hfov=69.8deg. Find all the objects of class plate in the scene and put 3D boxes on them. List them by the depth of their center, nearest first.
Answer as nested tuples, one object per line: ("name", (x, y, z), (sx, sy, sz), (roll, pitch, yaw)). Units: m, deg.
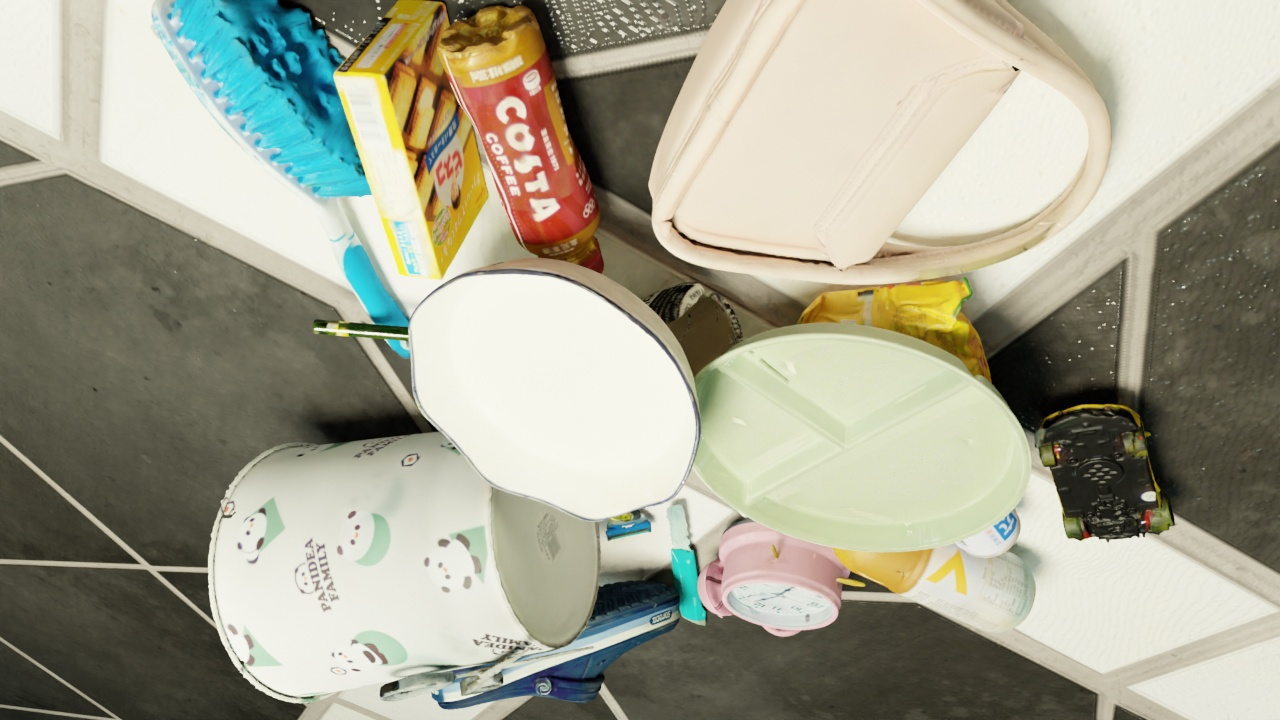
("plate", (-0.053, 0.018, 0.605), (0.205, 0.045, 0.205), (12, 130, 14))
("plate", (0.137, 0.056, 0.615), (0.230, 0.027, 0.231), (12, 141, 10))

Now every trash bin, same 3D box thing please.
("trash bin", (-0.186, 0.162, 0.782), (0.252, 0.229, 0.230), (-13, 130, 22))

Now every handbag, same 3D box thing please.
("handbag", (0.137, -0.115, 0.486), (0.234, 0.093, 0.194), (18, 138, -13))

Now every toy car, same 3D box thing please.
("toy car", (0.325, 0.078, 0.644), (0.071, 0.041, 0.156), (-13, 131, 30))

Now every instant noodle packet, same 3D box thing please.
("instant noodle packet", (0.169, -0.002, 0.596), (0.111, 0.044, 0.128), (-7, 141, 28))

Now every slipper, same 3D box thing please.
("slipper", (-0.069, 0.279, 0.859), (0.105, 0.252, 0.095), (177, 80, -67))

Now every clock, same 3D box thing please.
("clock", (0.118, 0.201, 0.823), (0.117, 0.059, 0.159), (22, 144, -12))

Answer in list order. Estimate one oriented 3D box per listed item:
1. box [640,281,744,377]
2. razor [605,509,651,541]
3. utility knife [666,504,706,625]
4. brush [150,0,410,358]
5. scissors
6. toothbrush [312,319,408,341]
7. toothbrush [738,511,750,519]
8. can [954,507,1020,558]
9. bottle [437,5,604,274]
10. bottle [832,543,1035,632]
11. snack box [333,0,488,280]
("box", (-0.002, 0.005, 0.651), (0.163, 0.076, 0.087), (-31, 108, 37))
("razor", (-0.019, 0.105, 0.803), (0.042, 0.022, 0.143), (-13, 132, -6))
("utility knife", (0.045, 0.202, 0.890), (0.029, 0.013, 0.222), (6, 139, 14))
("brush", (-0.205, -0.112, 0.617), (0.110, 0.060, 0.314), (-5, 136, 30))
("scissors", (-0.120, 0.245, 0.719), (0.181, 0.014, 0.159), (-10, 156, -1))
("toothbrush", (-0.151, -0.016, 0.693), (0.185, 0.012, 0.017), (5, 150, -7))
("toothbrush", (0.063, 0.095, 0.772), (0.016, 0.016, 0.180), (-16, 131, 37))
("can", (0.230, 0.090, 0.679), (0.053, 0.053, 0.134), (-22, 125, 35))
("bottle", (-0.064, -0.119, 0.553), (0.057, 0.057, 0.175), (-1, 135, 19))
("bottle", (0.223, 0.159, 0.744), (0.189, 0.067, 0.068), (24, 138, -7))
("snack box", (-0.130, -0.128, 0.544), (0.034, 0.086, 0.141), (8, 137, 10))
